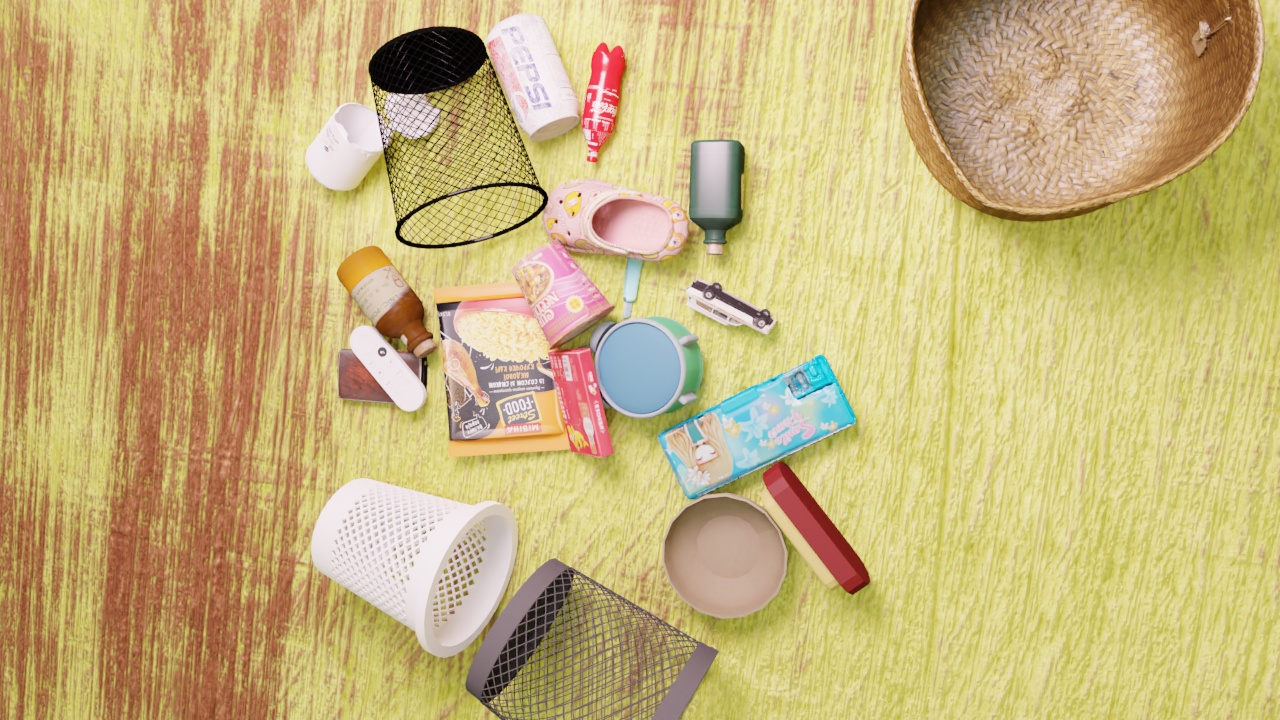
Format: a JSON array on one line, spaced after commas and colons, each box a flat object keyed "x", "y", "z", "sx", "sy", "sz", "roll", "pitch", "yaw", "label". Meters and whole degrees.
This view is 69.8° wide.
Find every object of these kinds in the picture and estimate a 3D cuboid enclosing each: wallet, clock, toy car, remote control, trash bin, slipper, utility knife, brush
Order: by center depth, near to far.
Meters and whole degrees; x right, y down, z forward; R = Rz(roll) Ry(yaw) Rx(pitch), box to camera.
[{"x": 0.200, "y": 0.201, "z": 1.082, "sx": 0.042, "sy": 0.082, "sz": 0.173, "roll": -39, "pitch": 85, "yaw": 13, "label": "brush"}, {"x": -0.060, "y": 0.379, "z": 1.097, "sx": 0.227, "sy": 0.217, "sz": 0.218, "roll": 31, "pitch": 100, "yaw": 14, "label": "trash bin"}, {"x": -0.228, "y": -0.267, "z": 1.101, "sx": 0.184, "sy": 0.184, "sz": 0.210, "roll": -19, "pitch": 82, "yaw": 14, "label": "trash bin"}, {"x": -0.040, "y": -0.172, "z": 1.104, "sx": 0.197, "sy": 0.081, "sz": 0.093, "roll": 12, "pitch": 95, "yaw": 23, "label": "slipper"}, {"x": 0.108, "y": -0.060, "z": 1.111, "sx": 0.113, "sy": 0.039, "sz": 0.039, "roll": 29, "pitch": 121, "yaw": 9, "label": "toy car"}, {"x": -0.007, "y": 0.006, "z": 1.127, "sx": 0.162, "sy": 0.075, "sz": 0.122, "roll": 3, "pitch": 96, "yaw": 26, "label": "clock"}, {"x": -0.009, "y": -0.114, "z": 1.144, "sx": 0.022, "sy": 0.015, "sz": 0.126, "roll": 8, "pitch": 97, "yaw": -4, "label": "utility knife"}, {"x": -0.293, "y": 0.243, "z": 1.163, "sx": 0.200, "sy": 0.195, "sz": 0.195, "roll": 17, "pitch": 98, "yaw": 21, "label": "trash bin"}, {"x": -0.333, "y": 0.010, "z": 1.211, "sx": 0.043, "sy": 0.013, "sz": 0.136, "roll": -42, "pitch": 83, "yaw": 12, "label": "remote control"}, {"x": -0.347, "y": 0.021, "z": 1.234, "sx": 0.123, "sy": 0.019, "sz": 0.072, "roll": 4, "pitch": 95, "yaw": 13, "label": "wallet"}]

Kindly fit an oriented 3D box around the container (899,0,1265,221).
[{"x": 0.426, "y": -0.291, "z": 0.935, "sx": 0.307, "sy": 0.196, "sz": 0.307, "roll": 1, "pitch": 94, "yaw": 15, "label": "container"}]

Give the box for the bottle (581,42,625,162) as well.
[{"x": -0.048, "y": -0.314, "z": 1.125, "sx": 0.042, "sy": 0.042, "sz": 0.141, "roll": 12, "pitch": 97, "yaw": 12, "label": "bottle"}]

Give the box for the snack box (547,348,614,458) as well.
[{"x": -0.075, "y": 0.051, "z": 1.134, "sx": 0.021, "sy": 0.089, "sz": 0.133, "roll": -17, "pitch": 98, "yaw": -28, "label": "snack box"}]

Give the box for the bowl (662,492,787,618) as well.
[{"x": 0.105, "y": 0.234, "z": 1.124, "sx": 0.152, "sy": 0.050, "sz": 0.152, "roll": 1, "pitch": 94, "yaw": 13, "label": "bowl"}]

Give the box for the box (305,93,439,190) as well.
[{"x": -0.347, "y": -0.290, "z": 1.190, "sx": 0.140, "sy": 0.141, "sz": 0.083, "roll": -33, "pitch": 82, "yaw": 42, "label": "box"}]

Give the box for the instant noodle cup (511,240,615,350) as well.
[{"x": -0.100, "y": -0.084, "z": 1.123, "sx": 0.098, "sy": 0.097, "sz": 0.108, "roll": -34, "pitch": 88, "yaw": 13, "label": "instant noodle cup"}]

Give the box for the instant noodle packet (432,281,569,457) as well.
[{"x": -0.179, "y": 0.011, "z": 1.183, "sx": 0.160, "sy": 0.032, "sz": 0.221, "roll": -4, "pitch": 93, "yaw": 7, "label": "instant noodle packet"}]

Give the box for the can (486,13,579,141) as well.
[{"x": -0.130, "y": -0.346, "z": 1.124, "sx": 0.078, "sy": 0.078, "sz": 0.136, "roll": -23, "pitch": 89, "yaw": 14, "label": "can"}]

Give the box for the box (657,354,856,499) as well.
[{"x": 0.138, "y": 0.082, "z": 1.110, "sx": 0.227, "sy": 0.041, "sz": 0.094, "roll": -27, "pitch": 88, "yaw": 14, "label": "box"}]

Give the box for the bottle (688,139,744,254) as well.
[{"x": 0.090, "y": -0.192, "z": 1.090, "sx": 0.061, "sy": 0.061, "sz": 0.131, "roll": 3, "pitch": 95, "yaw": 15, "label": "bottle"}]

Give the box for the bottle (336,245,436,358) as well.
[{"x": -0.324, "y": -0.070, "z": 1.197, "sx": 0.068, "sy": 0.067, "sz": 0.157, "roll": -40, "pitch": 85, "yaw": 13, "label": "bottle"}]
